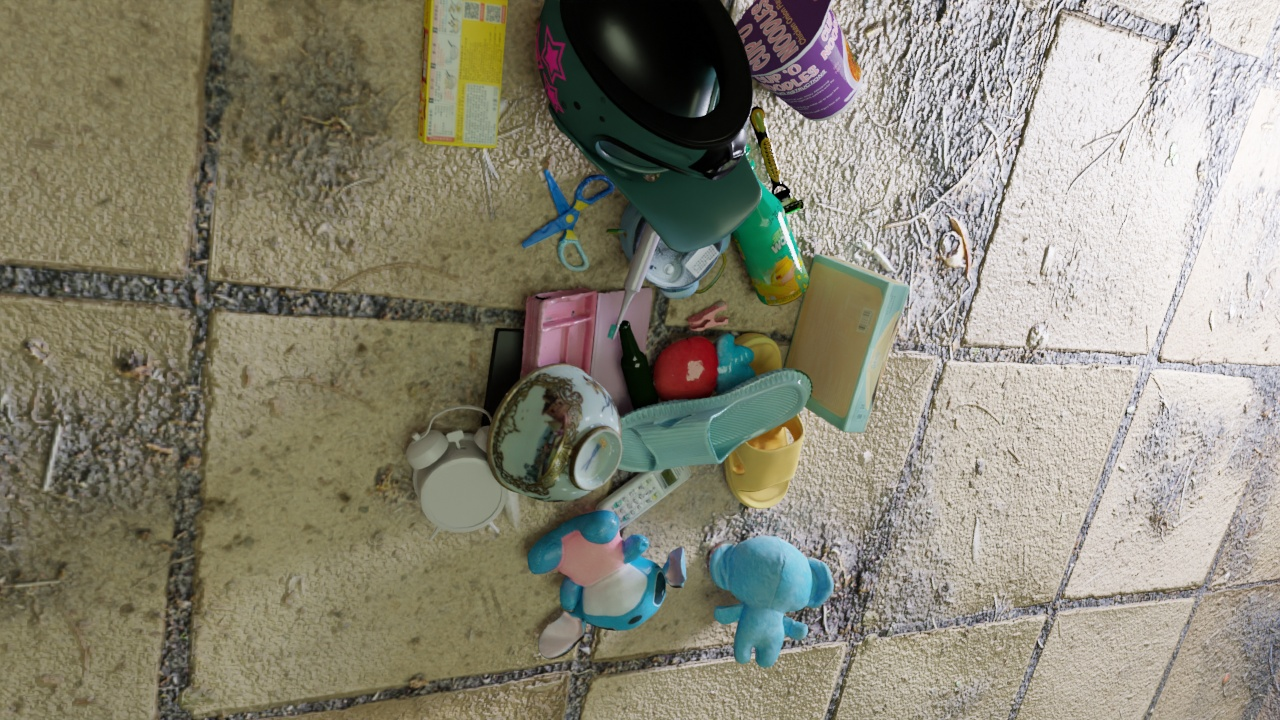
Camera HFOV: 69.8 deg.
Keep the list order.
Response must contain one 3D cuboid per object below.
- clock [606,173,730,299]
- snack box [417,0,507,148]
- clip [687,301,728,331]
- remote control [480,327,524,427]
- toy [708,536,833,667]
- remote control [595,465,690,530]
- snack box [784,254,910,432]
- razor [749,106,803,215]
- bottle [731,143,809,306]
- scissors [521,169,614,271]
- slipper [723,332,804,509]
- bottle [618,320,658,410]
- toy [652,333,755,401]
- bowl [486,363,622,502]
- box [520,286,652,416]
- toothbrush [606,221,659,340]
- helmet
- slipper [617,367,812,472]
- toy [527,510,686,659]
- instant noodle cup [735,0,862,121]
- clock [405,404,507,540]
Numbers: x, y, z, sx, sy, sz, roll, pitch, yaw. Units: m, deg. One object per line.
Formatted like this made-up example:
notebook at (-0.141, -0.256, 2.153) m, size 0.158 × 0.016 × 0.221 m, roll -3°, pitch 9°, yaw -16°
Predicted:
clock at (0.044, -0.135, 1.057) m, size 0.118 × 0.060 × 0.162 m, roll -49°, pitch 124°, yaw -2°
snack box at (-0.174, -0.287, 0.897) m, size 0.075 × 0.025 × 0.152 m, roll -2°, pitch 112°, yaw -27°
clip at (0.087, -0.049, 1.142) m, size 0.059 × 0.023 × 0.045 m, roll -44°, pitch 123°, yaw -12°
remote control at (-0.147, 0.029, 1.051) m, size 0.058 × 0.013 × 0.133 m, roll 2°, pitch 109°, yaw -29°
toy at (0.175, 0.338, 1.299) m, size 0.183 × 0.115 × 0.180 m, roll 13°, pitch 86°, yaw -9°
remote control at (0.003, 0.167, 1.183) m, size 0.133 × 0.022 × 0.050 m, roll -35°, pitch 122°, yaw -11°
snack box at (0.252, -0.024, 1.165) m, size 0.044 × 0.141 × 0.194 m, roll 3°, pitch 109°, yaw -30°
razor at (0.157, -0.237, 1.098) m, size 0.044 × 0.021 × 0.144 m, roll -22°, pitch 122°, yaw 2°
bottle at (0.139, -0.165, 1.090) m, size 0.068 × 0.068 × 0.210 m, roll -35°, pitch 122°, yaw -12°
scissors at (-0.078, -0.157, 1.013) m, size 0.125 × 0.013 × 0.126 m, roll -33°, pitch 120°, yaw -14°
slipper at (0.162, 0.093, 1.205) m, size 0.099 × 0.078 × 0.264 m, roll -18°, pitch 116°, yaw -20°
bottle at (-0.006, 0.006, 1.083) m, size 0.033 × 0.033 × 0.123 m, roll -27°, pitch 127°, yaw -16°
toy at (0.077, 0.012, 1.130) m, size 0.132 × 0.062 × 0.092 m, roll -8°, pitch 117°, yaw -14°
bowl at (-0.076, 0.091, 1.001) m, size 0.159 × 0.094 × 0.160 m, roll -23°, pitch 125°, yaw -39°
box at (-0.069, 0.028, 1.081) m, size 0.178 × 0.040 × 0.233 m, roll -10°, pitch 115°, yaw -43°
toothbrush at (0.001, -0.109, 0.999) m, size 0.019 × 0.018 × 0.188 m, roll 16°, pitch 103°, yaw -24°
helmet at (0.013, -0.252, 0.889) m, size 0.176 × 0.200 × 0.274 m, roll -33°, pitch 83°, yaw -9°
slipper at (0.085, 0.085, 1.108) m, size 0.276 × 0.069 × 0.116 m, roll -19°, pitch 140°, yaw -3°
toy at (-0.056, 0.275, 1.157) m, size 0.224 × 0.098 × 0.191 m, roll -32°, pitch 120°, yaw 9°
instant noodle cup at (0.189, -0.339, 1.021) m, size 0.137 × 0.121 × 0.121 m, roll -37°, pitch 138°, yaw 22°
clock at (-0.201, 0.120, 1.029) m, size 0.119 × 0.061 × 0.159 m, roll -4°, pitch 113°, yaw -16°
